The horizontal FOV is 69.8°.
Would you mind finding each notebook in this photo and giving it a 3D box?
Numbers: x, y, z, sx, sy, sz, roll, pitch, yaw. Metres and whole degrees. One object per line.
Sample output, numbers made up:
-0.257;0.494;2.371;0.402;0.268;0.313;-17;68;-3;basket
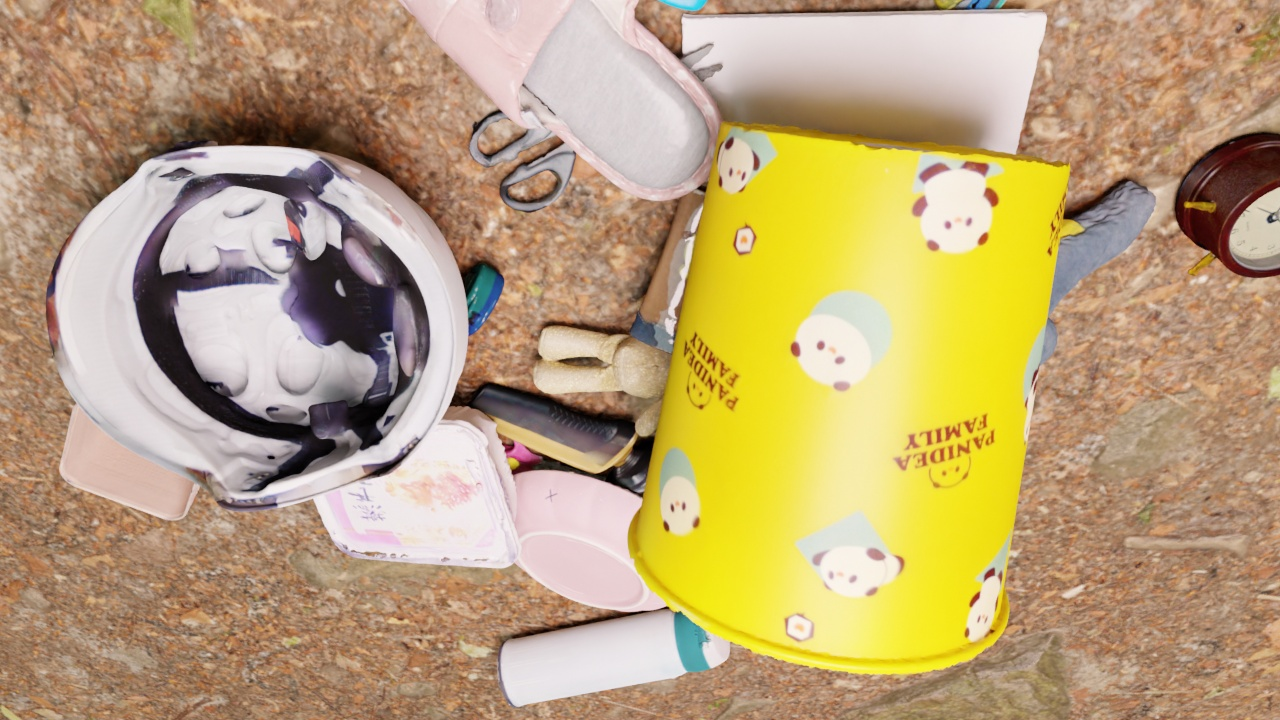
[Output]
0.132;-0.145;0.583;0.209;0.012;0.151;3;129;8;notebook

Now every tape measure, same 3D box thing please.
-0.122;-0.043;0.659;0.025;0.054;0.058;31;155;-23;tape measure

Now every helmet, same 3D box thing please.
-0.229;-0.032;0.607;0.259;0.145;0.229;-8;102;14;helmet

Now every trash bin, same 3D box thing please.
0.118;0.003;0.528;0.229;0.229;0.255;6;107;-2;trash bin

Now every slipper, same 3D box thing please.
-0.058;-0.195;0.528;0.114;0.054;0.274;-38;111;25;slipper

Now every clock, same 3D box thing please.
0.411;-0.102;0.588;0.122;0.055;0.082;-18;124;14;clock

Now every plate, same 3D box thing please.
-0.045;0.166;0.786;0.192;0.038;0.193;14;141;11;plate

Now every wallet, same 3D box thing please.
0.053;-0.054;0.628;0.090;0.033;0.115;19;109;-4;wallet

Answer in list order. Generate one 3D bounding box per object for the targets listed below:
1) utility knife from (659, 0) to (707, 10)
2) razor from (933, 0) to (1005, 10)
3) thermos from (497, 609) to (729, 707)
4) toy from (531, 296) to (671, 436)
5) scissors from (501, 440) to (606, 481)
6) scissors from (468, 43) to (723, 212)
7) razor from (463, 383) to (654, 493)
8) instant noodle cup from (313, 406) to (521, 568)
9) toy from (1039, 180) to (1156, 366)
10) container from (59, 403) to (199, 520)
0.073;-0.277;0.494;0.034;0.018;0.203;30;122;-18;utility knife
0.142;-0.224;0.527;0.142;0.022;0.043;9;156;-8;razor
-0.025;0.289;0.904;0.224;0.073;0.073;-15;125;13;thermos
-0.004;0.004;0.692;0.157;0.066;0.105;4;86;5;toy
-0.082;0.088;0.784;0.135;0.017;0.064;14;117;-13;scissors
-0.027;-0.147;0.595;0.173;0.014;0.143;8;126;2;scissors
-0.063;0.064;0.741;0.167;0.062;0.068;22;113;-7;razor
-0.175;0.092;0.728;0.174;0.060;0.138;0;120;21;instant noodle cup
0.221;0.016;0.676;0.137;0.091;0.357;0;134;-32;toy
-0.354;0.041;0.685;0.090;0.110;0.090;24;123;-15;container
